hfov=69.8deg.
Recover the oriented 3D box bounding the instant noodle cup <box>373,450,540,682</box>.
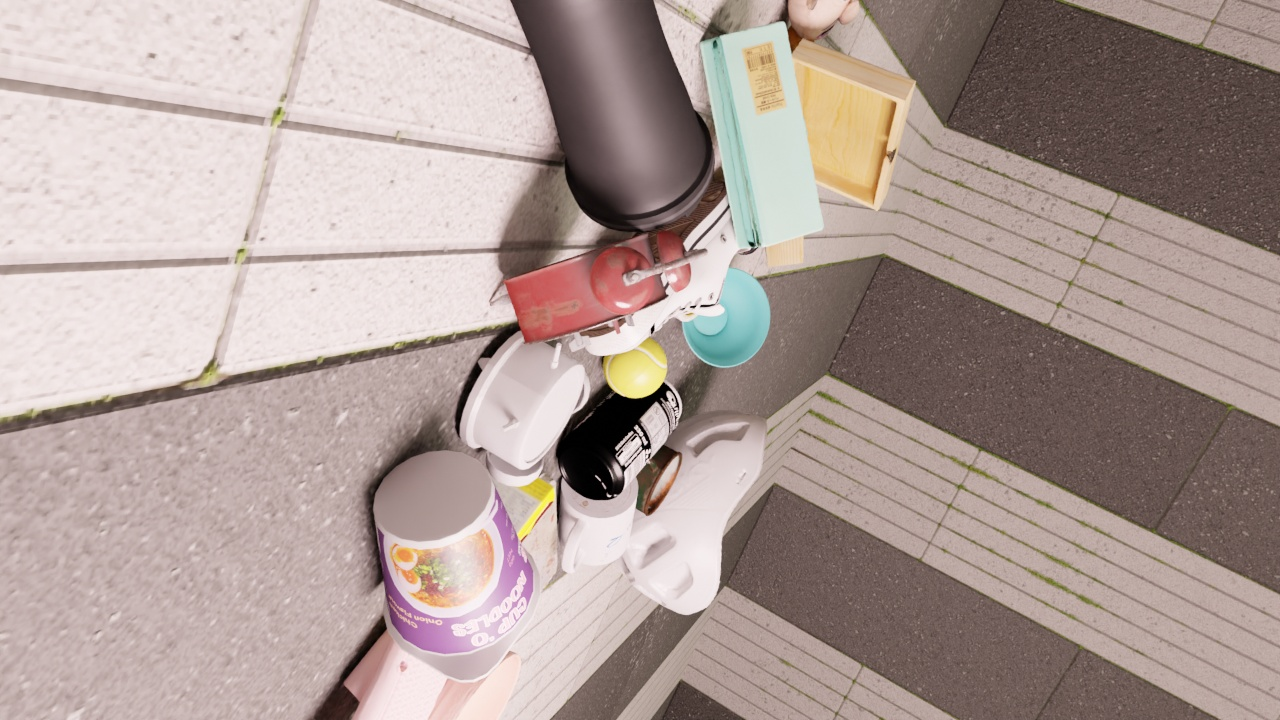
[{"bbox_3d":[-0.138,0.141,0.665,0.122,0.136,0.122,-11,133,-9],"label":"instant noodle cup"}]

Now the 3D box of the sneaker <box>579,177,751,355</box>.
[{"bbox_3d":[0.032,-0.067,0.830,0.244,0.091,0.097,-53,124,-44],"label":"sneaker"}]

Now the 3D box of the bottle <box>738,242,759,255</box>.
[{"bbox_3d":[0.105,-0.153,1.036,0.056,0.056,0.160,-64,164,3],"label":"bottle"}]

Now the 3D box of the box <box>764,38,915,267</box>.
[{"bbox_3d":[0.184,-0.225,0.998,0.184,0.141,0.248,-28,163,0],"label":"box"}]

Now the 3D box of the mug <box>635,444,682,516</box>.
[{"bbox_3d":[-0.007,0.123,1.082,0.084,0.081,0.111,-57,162,-19],"label":"mug"}]

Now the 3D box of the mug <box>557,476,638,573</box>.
[{"bbox_3d":[-0.056,0.179,1.009,0.097,0.083,0.119,99,18,-47],"label":"mug"}]

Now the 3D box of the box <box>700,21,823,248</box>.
[{"bbox_3d":[0.114,-0.198,0.810,0.077,0.080,0.189,-34,116,-56],"label":"box"}]

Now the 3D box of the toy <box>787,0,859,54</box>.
[{"bbox_3d":[0.188,-0.372,0.922,0.132,0.076,0.176,-40,160,-51],"label":"toy"}]

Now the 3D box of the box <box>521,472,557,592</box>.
[{"bbox_3d":[-0.133,0.220,0.942,0.150,0.043,0.217,-57,163,-35],"label":"box"}]

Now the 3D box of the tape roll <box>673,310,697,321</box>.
[{"bbox_3d":[0.062,-0.090,1.047,0.093,0.019,0.094,-45,151,-33],"label":"tape roll"}]

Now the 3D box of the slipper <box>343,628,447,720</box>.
[{"bbox_3d":[-0.212,0.280,0.753,0.107,0.056,0.221,82,28,-53],"label":"slipper"}]

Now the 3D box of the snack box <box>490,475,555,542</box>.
[{"bbox_3d":[-0.138,0.151,0.769,0.148,0.061,0.026,-52,161,-32],"label":"snack box"}]

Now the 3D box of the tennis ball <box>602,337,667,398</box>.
[{"bbox_3d":[-0.006,0.005,0.932,0.065,0.065,0.065,-54,161,-28],"label":"tennis ball"}]

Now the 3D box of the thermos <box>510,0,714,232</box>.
[{"bbox_3d":[-0.019,-0.175,0.568,0.105,0.106,0.219,-58,158,-14],"label":"thermos"}]

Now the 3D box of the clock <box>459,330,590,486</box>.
[{"bbox_3d":[-0.092,0.039,0.748,0.119,0.061,0.159,-58,167,-17],"label":"clock"}]

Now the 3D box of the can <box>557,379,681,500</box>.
[{"bbox_3d":[-0.020,0.079,0.976,0.145,0.080,0.080,-45,156,-46],"label":"can"}]

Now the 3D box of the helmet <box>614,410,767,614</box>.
[{"bbox_3d":[0.075,0.183,1.221,0.282,0.184,0.224,-48,-176,-14],"label":"helmet"}]

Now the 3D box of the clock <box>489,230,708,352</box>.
[{"bbox_3d":[-0.022,-0.049,0.645,0.109,0.157,0.062,-27,101,-49],"label":"clock"}]

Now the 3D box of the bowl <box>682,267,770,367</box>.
[{"bbox_3d":[0.096,-0.054,1.135,0.121,0.121,0.046,-61,-157,-7],"label":"bowl"}]

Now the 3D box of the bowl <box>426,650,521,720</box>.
[{"bbox_3d":[-0.187,0.327,0.868,0.152,0.076,0.153,-53,162,-26],"label":"bowl"}]
